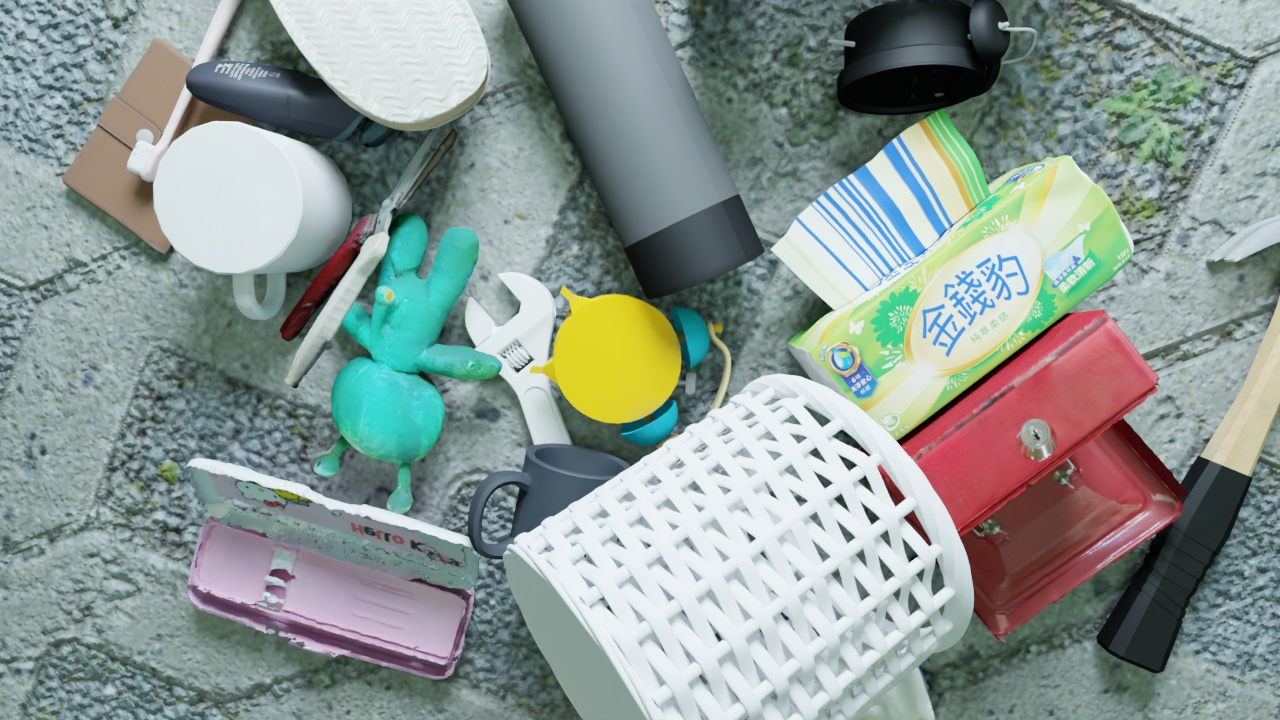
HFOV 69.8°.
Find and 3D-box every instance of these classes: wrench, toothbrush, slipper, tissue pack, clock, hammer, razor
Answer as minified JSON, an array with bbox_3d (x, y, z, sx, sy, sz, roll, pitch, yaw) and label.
[{"bbox_3d":[-0.057,0.070,0.646,0.066,0.018,0.273,-18,97,4],"label":"wrench"},{"bbox_3d":[-0.294,-0.203,0.611,0.018,0.015,0.181,27,90,3],"label":"toothbrush"},{"bbox_3d":[-0.188,-0.254,0.587,0.115,0.052,0.263,-35,82,-9],"label":"slipper"},{"bbox_3d":[0.175,-0.062,0.577,0.197,0.120,0.141,-39,93,-1],"label":"tissue pack"},{"bbox_3d":[-0.004,0.004,0.617,0.129,0.043,0.099,22,95,-9],"label":"clock"},{"bbox_3d":[0.402,0.057,0.619,0.131,0.039,0.328,22,98,0],"label":"hammer"},{"bbox_3d":[0.180,-0.189,0.569,0.121,0.091,0.042,-1,86,15],"label":"clock"},{"bbox_3d":[-0.223,-0.172,0.602,0.143,0.047,0.052,11,138,-6],"label":"razor"}]

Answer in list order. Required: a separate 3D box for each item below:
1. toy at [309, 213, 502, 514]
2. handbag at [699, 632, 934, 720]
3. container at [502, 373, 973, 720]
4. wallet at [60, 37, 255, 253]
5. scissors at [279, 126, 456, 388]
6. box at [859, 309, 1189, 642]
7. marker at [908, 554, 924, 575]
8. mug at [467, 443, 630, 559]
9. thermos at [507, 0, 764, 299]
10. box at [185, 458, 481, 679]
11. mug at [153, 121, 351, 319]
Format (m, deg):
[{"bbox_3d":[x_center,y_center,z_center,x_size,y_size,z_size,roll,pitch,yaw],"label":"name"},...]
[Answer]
[{"bbox_3d":[-0.163,-0.001,0.610,0.131,0.072,0.193,19,98,15],"label":"toy"},{"bbox_3d":[0.113,0.229,0.579,0.151,0.176,0.074,-9,96,3],"label":"handbag"},{"bbox_3d":[0.050,0.133,0.518,0.186,0.190,0.189,-31,96,-22],"label":"container"},{"bbox_3d":[-0.329,-0.147,0.628,0.087,0.013,0.121,36,95,-3],"label":"wallet"},{"bbox_3d":[-0.186,-0.066,0.600,0.015,0.185,0.179,32,56,-34],"label":"scissors"},{"bbox_3d":[0.234,0.067,0.558,0.157,0.170,0.156,-40,69,5],"label":"box"},{"bbox_3d":[0.237,0.107,0.643,0.152,0.011,0.011,-42,94,6],"label":"marker"},{"bbox_3d":[-0.061,0.100,0.596,0.105,0.071,0.077,6,100,-33],"label":"mug"},{"bbox_3d":[-0.008,-0.161,0.582,0.082,0.082,0.240,-25,96,4],"label":"thermos"},{"bbox_3d":[-0.211,0.138,0.638,0.201,0.066,0.154,17,118,0],"label":"box"},{"bbox_3d":[-0.246,-0.087,0.595,0.091,0.090,0.121,1,97,2],"label":"mug"}]
